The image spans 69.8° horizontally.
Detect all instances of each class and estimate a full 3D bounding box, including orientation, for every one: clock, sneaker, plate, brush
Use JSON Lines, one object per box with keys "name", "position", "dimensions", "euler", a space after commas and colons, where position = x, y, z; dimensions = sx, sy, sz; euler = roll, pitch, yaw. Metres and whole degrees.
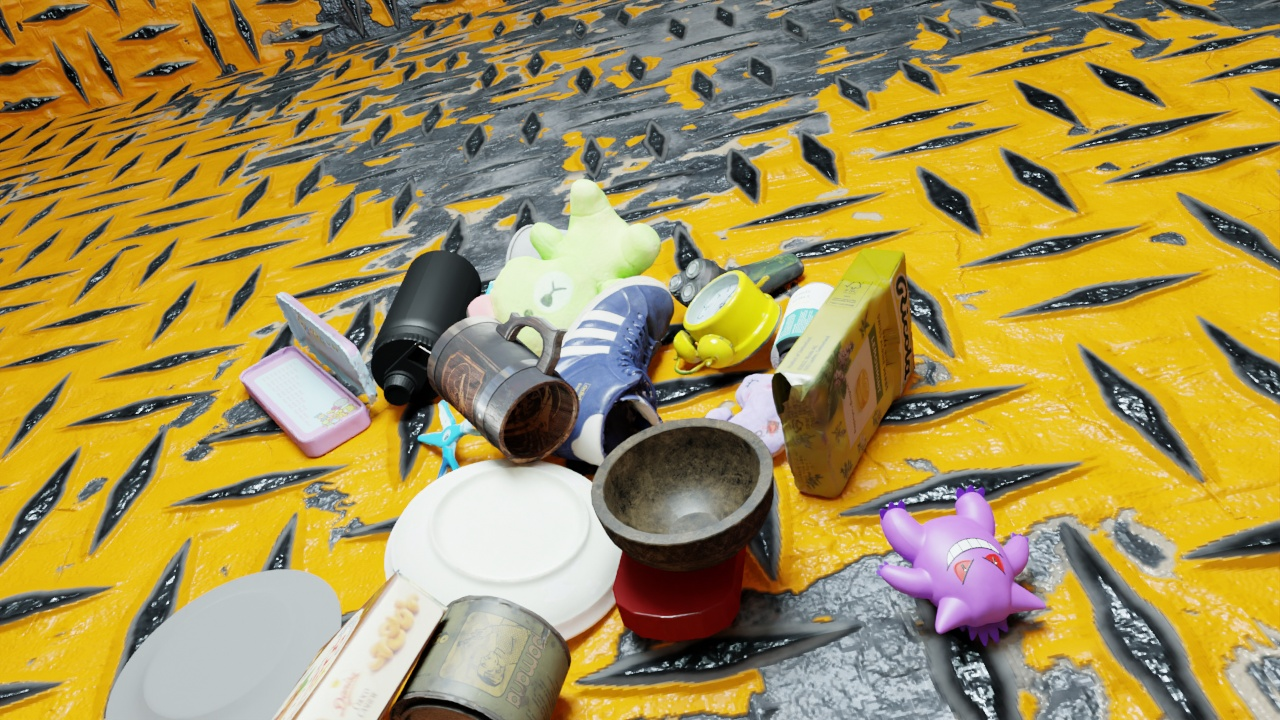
{"name": "clock", "position": [0.077, -0.029, 0.851], "dimensions": [0.118, 0.057, 0.083], "euler": [-51, 23, -12]}
{"name": "sneaker", "position": [-0.006, 0.005, 0.814], "dimensions": [0.119, 0.091, 0.232], "euler": [12, 42, 42]}
{"name": "plate", "position": [-0.096, 0.129, 0.674], "dimensions": [0.182, 0.034, 0.182], "euler": [3, 37, -2]}
{"name": "brush", "position": [0.036, 0.129, 0.660], "dimensions": [0.082, 0.042, 0.173], "euler": [-5, 35, 16]}
{"name": "plate", "position": [-0.314, 0.222, 0.690], "dimensions": [0.178, 0.012, 0.178], "euler": [-11, 33, 7]}

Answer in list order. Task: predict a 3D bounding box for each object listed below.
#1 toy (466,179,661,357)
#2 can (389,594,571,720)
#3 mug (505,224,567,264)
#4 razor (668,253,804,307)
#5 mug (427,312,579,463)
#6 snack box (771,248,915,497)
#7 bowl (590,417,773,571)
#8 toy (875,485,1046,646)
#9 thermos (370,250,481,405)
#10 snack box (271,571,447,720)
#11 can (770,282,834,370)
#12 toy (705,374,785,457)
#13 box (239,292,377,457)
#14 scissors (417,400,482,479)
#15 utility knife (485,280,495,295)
{"name": "toy", "position": [-0.071, -0.072, 0.930], "dimensions": [0.150, 0.107, 0.196], "euler": [39, 86, 13]}
{"name": "can", "position": [-0.096, 0.202, 0.561], "dimensions": [0.090, 0.090, 0.074], "euler": [-1, 36, 20]}
{"name": "mug", "position": [-0.092, -0.114, 1.037], "dimensions": [0.071, 0.084, 0.112], "euler": [10, 35, 29]}
{"name": "razor", "position": [0.102, -0.085, 0.932], "dimensions": [0.151, 0.067, 0.054], "euler": [-19, 37, -21]}
{"name": "mug", "position": [-0.104, 0.007, 0.729], "dimensions": [0.079, 0.116, 0.107], "euler": [-1, 28, -43]}
{"name": "snack box", "position": [0.165, 0.009, 0.715], "dimensions": [0.045, 0.121, 0.180], "euler": [10, 41, 34]}
{"name": "bowl", "position": [0.032, 0.098, 0.615], "dimensions": [0.121, 0.056, 0.121], "euler": [-11, 33, 7]}
{"name": "toy", "position": [0.201, 0.133, 0.579], "dimensions": [0.106, 0.056, 0.088], "euler": [-10, 36, -10]}
{"name": "thermos", "position": [-0.225, -0.032, 0.963], "dimensions": [0.086, 0.086, 0.198], "euler": [-10, 33, 8]}
{"name": "snack box", "position": [-0.192, 0.217, 0.548], "dimensions": [0.147, 0.041, 0.142], "euler": [-45, 11, 40]}
{"name": "can", "position": [0.154, -0.025, 0.830], "dimensions": [0.055, 0.055, 0.101], "euler": [0, 36, 22]}
{"name": "toy", "position": [0.097, 0.043, 0.769], "dimensions": [0.080, 0.036, 0.099], "euler": [2, 38, 23]}
{"name": "box", "position": [-0.358, 0.007, 0.954], "dimensions": [0.090, 0.091, 0.214], "euler": [-33, 37, -26]}
{"name": "scissors", "position": [-0.174, 0.080, 0.822], "dimensions": [0.140, 0.013, 0.117], "euler": [-6, 62, 49]}
{"name": "utility knife", "position": [-0.173, -0.043, 1.026], "dimensions": [0.022, 0.015, 0.166], "euler": [-7, 36, 10]}
